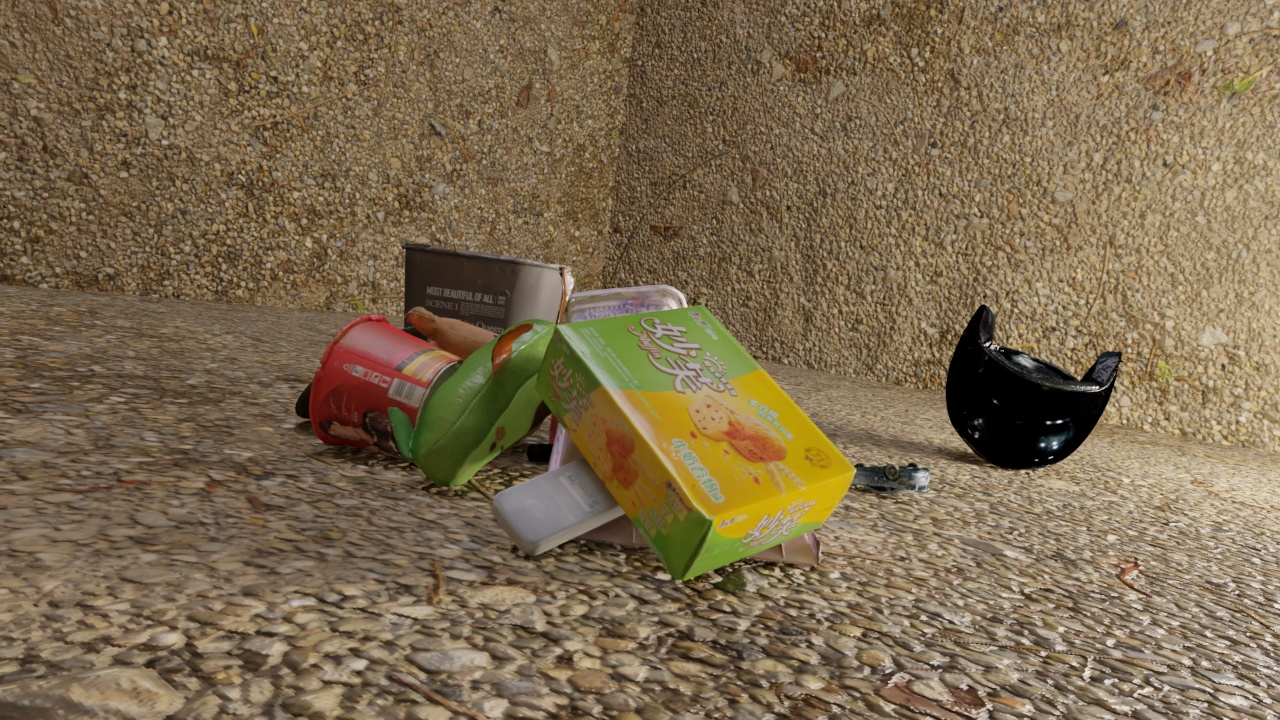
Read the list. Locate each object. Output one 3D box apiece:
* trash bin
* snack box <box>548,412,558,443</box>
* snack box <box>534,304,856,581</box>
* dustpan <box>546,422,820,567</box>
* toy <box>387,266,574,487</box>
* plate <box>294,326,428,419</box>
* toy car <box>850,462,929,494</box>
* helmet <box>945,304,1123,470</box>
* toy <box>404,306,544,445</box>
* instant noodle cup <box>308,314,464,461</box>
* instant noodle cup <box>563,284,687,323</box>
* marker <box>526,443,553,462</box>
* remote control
[{"bbox_3d":[-0.212,-0.034,1.209,0.199,0.220,0.198,9,4,6],"label":"trash bin"},{"bbox_3d":[-0.054,0.047,1.116,0.044,0.113,0.127,9,4,29],"label":"snack box"},{"bbox_3d":[0.038,0.052,0.710,0.157,0.070,0.210,-11,48,-38],"label":"snack box"},{"bbox_3d":[0.028,0.102,0.827,0.222,0.139,0.272,9,45,-4],"label":"dustpan"},{"bbox_3d":[-0.128,0.029,0.858,0.090,0.228,0.245,32,49,12],"label":"toy"},{"bbox_3d":[-0.298,0.020,1.025,0.179,0.024,0.179,-34,-10,-7],"label":"plate"},{"bbox_3d":[0.274,0.135,1.060,0.054,0.037,0.121,3,-3,-42],"label":"toy car"},{"bbox_3d":[0.597,0.051,1.443,0.233,0.230,0.274,24,10,16],"label":"helmet"},{"bbox_3d":[-0.173,0.009,0.996,0.143,0.082,0.226,3,-37,13],"label":"toy"},{"bbox_3d":[-0.238,0.036,0.900,0.109,0.138,0.137,18,7,16],"label":"instant noodle cup"},{"bbox_3d":[-0.006,0.006,0.980,0.138,0.173,0.060,-4,41,20],"label":"instant noodle cup"},{"bbox_3d":[-0.065,0.102,1.006,0.131,0.020,0.022,5,34,-40],"label":"marker"},{"bbox_3d":[-0.044,0.102,0.689,0.135,0.020,0.056,-20,53,-38],"label":"remote control"}]
